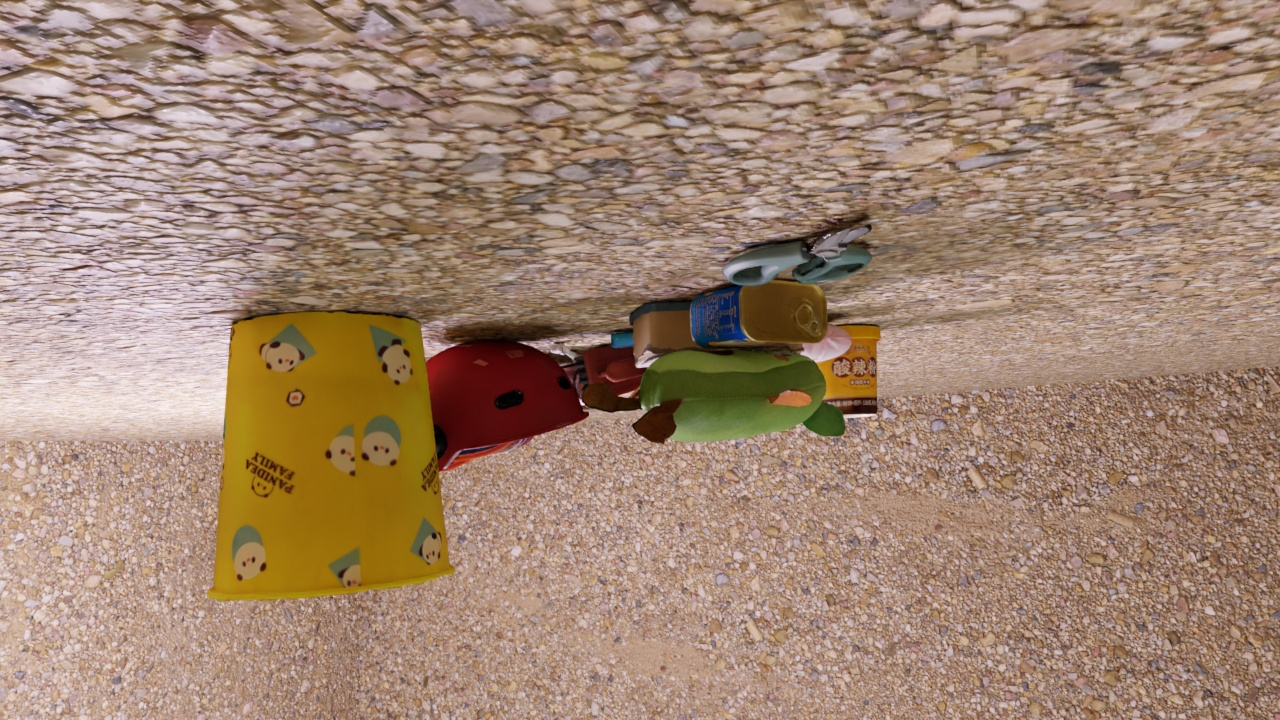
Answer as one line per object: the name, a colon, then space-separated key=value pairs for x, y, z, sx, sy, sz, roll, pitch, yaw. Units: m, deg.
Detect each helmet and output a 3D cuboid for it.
helmet: x=-0.180 y=0.044 z=1.064 sx=0.206 sy=0.144 sz=0.241 roll=-18 pitch=176 yaw=-44

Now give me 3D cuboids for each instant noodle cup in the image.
instant noodle cup: x=0.257 y=0.018 z=1.198 sx=0.118 sy=0.114 sz=0.118 roll=-3 pitch=173 yaw=0

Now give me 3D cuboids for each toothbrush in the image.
toothbrush: x=-0.094 y=-0.006 z=1.235 sx=0.016 sy=0.016 sz=0.180 roll=3 pitch=174 yaw=8

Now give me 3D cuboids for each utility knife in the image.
utility knife: x=0.069 y=-0.033 z=1.063 sx=0.218 sy=0.018 sz=0.034 roll=-5 pitch=-174 yaw=12

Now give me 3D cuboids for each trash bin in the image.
trash bin: x=-0.304 y=0.092 z=0.909 sx=0.229 sy=0.255 sz=0.230 roll=-3 pitch=173 yaw=-1

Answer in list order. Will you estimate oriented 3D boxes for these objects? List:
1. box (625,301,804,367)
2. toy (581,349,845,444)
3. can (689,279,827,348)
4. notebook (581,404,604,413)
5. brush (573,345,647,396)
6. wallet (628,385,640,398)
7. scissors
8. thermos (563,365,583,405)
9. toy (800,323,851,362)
box: x=0.072 y=-0.027 z=0.950 sx=0.184 sy=0.061 sz=0.090 roll=0 pitch=172 yaw=-16
toy: x=0.077 y=0.033 z=0.870 sx=0.246 sy=0.090 sz=0.227 roll=-4 pitch=-174 yaw=-30
can: x=0.108 y=-0.041 z=0.854 sx=0.102 sy=0.057 sz=0.083 roll=1 pitch=175 yaw=-33
notebook: x=-0.136 y=0.073 z=1.309 sx=0.208 sy=0.008 sz=0.147 roll=-5 pitch=180 yaw=12
brush: x=-0.007 y=0.007 z=1.124 sx=0.145 sy=0.063 sz=0.069 roll=-14 pitch=-177 yaw=-44
wallet: x=0.043 y=0.018 z=1.097 sx=0.119 sy=0.035 sz=0.130 roll=-43 pitch=168 yaw=28
scissors: x=0.116 y=-0.078 z=0.687 sx=0.143 sy=0.019 sz=0.180 roll=-3 pitch=175 yaw=1
thermos: x=-0.095 y=0.035 z=1.429 sx=0.087 sy=0.067 sz=0.199 roll=-38 pitch=-166 yaw=-34
toy: x=0.178 y=-0.021 z=1.107 sx=0.121 sy=0.054 sz=0.160 roll=-1 pitch=-179 yaw=-19
